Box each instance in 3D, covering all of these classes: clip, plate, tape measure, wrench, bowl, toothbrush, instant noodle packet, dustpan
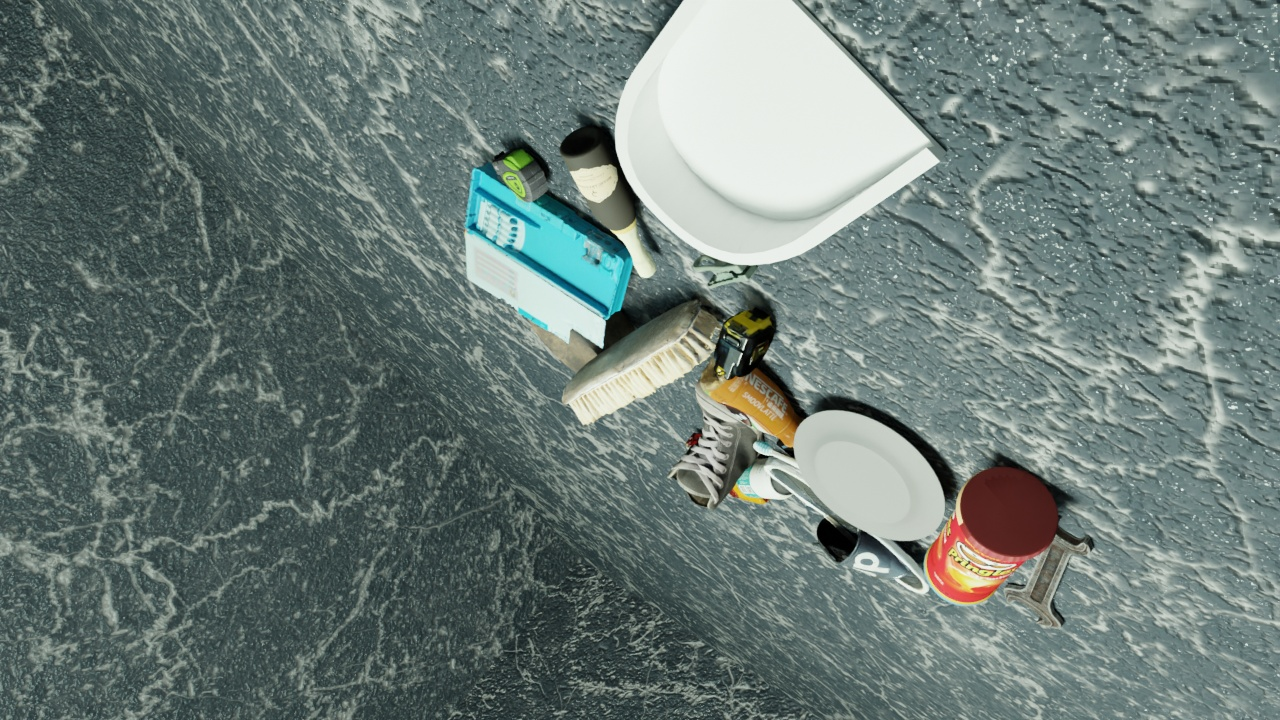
[{"bbox_3d":[0.082,-0.089,0.896,0.037,0.023,0.075,49,159,-22],"label":"clip"},{"bbox_3d":[0.240,0.129,0.988,0.178,0.012,0.179,30,143,25],"label":"plate"},{"bbox_3d":[-0.129,-0.208,1.023,0.066,0.035,0.059,17,142,58],"label":"tape measure"},{"bbox_3d":[0.426,0.226,0.963,0.070,0.010,0.273,30,160,29],"label":"wrench"},{"bbox_3d":[-0.071,-0.038,1.250,0.162,0.070,0.162,36,162,13],"label":"bowl"},{"bbox_3d":[0.106,-0.017,0.938,0.042,0.072,0.072,28,130,22],"label":"tape measure"},{"bbox_3d":[0.233,0.145,1.069,0.223,0.027,0.027,25,156,11],"label":"toothbrush"},{"bbox_3d":[0.132,0.163,1.368,0.135,0.039,0.099,51,160,-25],"label":"instant noodle packet"},{"bbox_3d":[0.073,-0.160,0.691,0.191,0.053,0.258,43,162,-7],"label":"dustpan"}]

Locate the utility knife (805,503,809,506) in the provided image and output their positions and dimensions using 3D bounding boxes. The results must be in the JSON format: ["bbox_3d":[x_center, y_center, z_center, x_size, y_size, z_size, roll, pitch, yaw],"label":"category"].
[{"bbox_3d":[0.271,0.201,1.216,0.141,0.015,0.022,15,129,50],"label":"utility knife"}]

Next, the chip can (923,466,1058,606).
[{"bbox_3d":[0.340,0.181,0.911,0.087,0.087,0.213,34,162,21],"label":"chip can"}]

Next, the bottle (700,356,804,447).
[{"bbox_3d":[0.144,0.055,1.057,0.167,0.059,0.059,38,165,-22],"label":"bottle"}]

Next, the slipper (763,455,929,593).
[{"bbox_3d":[0.253,0.220,1.166,0.264,0.063,0.111,44,165,-12],"label":"slipper"}]

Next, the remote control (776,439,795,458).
[{"bbox_3d":[0.236,0.139,1.131,0.150,0.022,0.047,39,162,-3],"label":"remote control"}]

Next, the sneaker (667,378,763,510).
[{"bbox_3d":[0.089,0.108,1.171,0.095,0.119,0.235,36,166,18],"label":"sneaker"}]

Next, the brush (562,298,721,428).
[{"bbox_3d":[-0.006,0.006,1.089,0.056,0.083,0.272,43,140,-14],"label":"brush"}]

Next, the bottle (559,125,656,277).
[{"bbox_3d":[-0.024,-0.150,0.924,0.045,0.045,0.184,26,157,39],"label":"bottle"}]

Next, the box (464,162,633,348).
[{"bbox_3d":[-0.121,-0.111,1.110,0.227,0.039,0.182,33,134,18],"label":"box"}]

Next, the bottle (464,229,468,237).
[{"bbox_3d":[-0.192,-0.162,1.215,0.109,0.063,0.063,21,154,48],"label":"bottle"}]

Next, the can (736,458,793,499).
[{"bbox_3d":[0.174,0.161,1.251,0.055,0.054,0.102,44,162,-10],"label":"can"}]
